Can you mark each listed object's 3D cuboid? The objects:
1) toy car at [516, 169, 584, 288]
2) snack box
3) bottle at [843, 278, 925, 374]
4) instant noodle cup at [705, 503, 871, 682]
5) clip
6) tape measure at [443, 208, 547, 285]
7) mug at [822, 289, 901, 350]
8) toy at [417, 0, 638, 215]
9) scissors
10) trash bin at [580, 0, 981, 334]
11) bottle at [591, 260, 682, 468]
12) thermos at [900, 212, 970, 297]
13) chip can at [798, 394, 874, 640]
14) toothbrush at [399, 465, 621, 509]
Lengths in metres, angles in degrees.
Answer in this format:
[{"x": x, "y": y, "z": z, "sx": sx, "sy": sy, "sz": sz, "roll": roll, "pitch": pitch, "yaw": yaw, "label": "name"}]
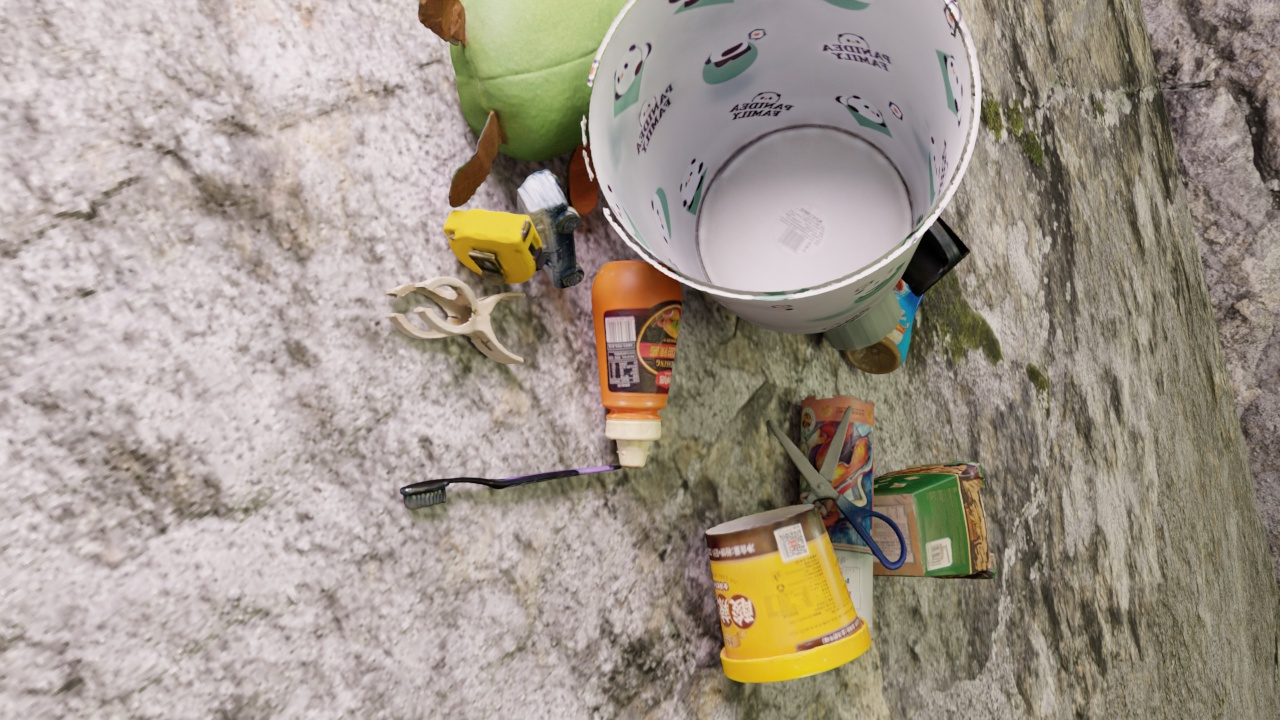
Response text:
[{"x": -0.060, "y": -0.084, "z": 0.610, "sx": 0.034, "sy": 0.091, "sz": 0.043, "roll": -23, "pitch": 59, "yaw": -14, "label": "toy car"}, {"x": 0.268, "y": 0.166, "z": 0.904, "sx": 0.105, "sy": 0.118, "sz": 0.118, "roll": -3, "pitch": 83, "yaw": -44, "label": "snack box"}, {"x": 0.276, "y": -0.082, "z": 0.989, "sx": 0.065, "sy": 0.065, "sz": 0.218, "roll": 52, "pitch": 49, "yaw": -29, "label": "bottle"}, {"x": 0.110, "y": 0.180, "z": 0.728, "sx": 0.118, "sy": 0.119, "sz": 0.114, "roll": -9, "pitch": 83, "yaw": -48, "label": "instant noodle cup"}, {"x": -0.111, "y": -0.027, "z": 0.575, "sx": 0.099, "sy": 0.035, "sz": 0.070, "roll": 13, "pitch": 74, "yaw": -55, "label": "clip"}, {"x": -0.092, "y": -0.070, "z": 0.581, "sx": 0.057, "sy": 0.060, "sz": 0.028, "roll": 68, "pitch": 37, "yaw": -59, "label": "tape measure"}, {"x": 0.212, "y": -0.085, "z": 0.887, "sx": 0.124, "sy": 0.083, "sz": 0.103, "roll": -37, "pitch": 118, "yaw": -7, "label": "mug"}, {"x": -0.058, "y": -0.204, "z": 0.612, "sx": 0.245, "sy": 0.090, "sz": 0.227, "roll": -38, "pitch": 132, "yaw": -44, "label": "toy"}, {"x": 0.162, "y": 0.124, "z": 0.802, "sx": 0.175, "sy": 0.162, "sz": 0.012, "roll": -57, "pitch": 159, "yaw": -7, "label": "scissors"}, {"x": 0.105, "y": -0.130, "z": 0.645, "sx": 0.251, "sy": 0.230, "sz": 0.229, "roll": 29, "pitch": 59, "yaw": -73, "label": "trash bin"}, {"x": -0.004, "y": 0.004, "z": 0.669, "sx": 0.066, "sy": 0.067, "sz": 0.149, "roll": 2, "pitch": 89, "yaw": -48, "label": "bottle"}, {"x": 0.185, "y": -0.167, "z": 0.802, "sx": 0.068, "sy": 0.090, "sz": 0.242, "roll": -40, "pitch": 80, "yaw": -9, "label": "thermos"}, {"x": 0.178, "y": 0.142, "z": 0.838, "sx": 0.071, "sy": 0.071, "sz": 0.214, "roll": 20, "pitch": 69, "yaw": -45, "label": "chip can"}, {"x": -0.077, "y": 0.081, "z": 0.606, "sx": 0.188, "sy": 0.014, "sz": 0.017, "roll": 0, "pitch": 91, "yaw": -48, "label": "toothbrush"}]
